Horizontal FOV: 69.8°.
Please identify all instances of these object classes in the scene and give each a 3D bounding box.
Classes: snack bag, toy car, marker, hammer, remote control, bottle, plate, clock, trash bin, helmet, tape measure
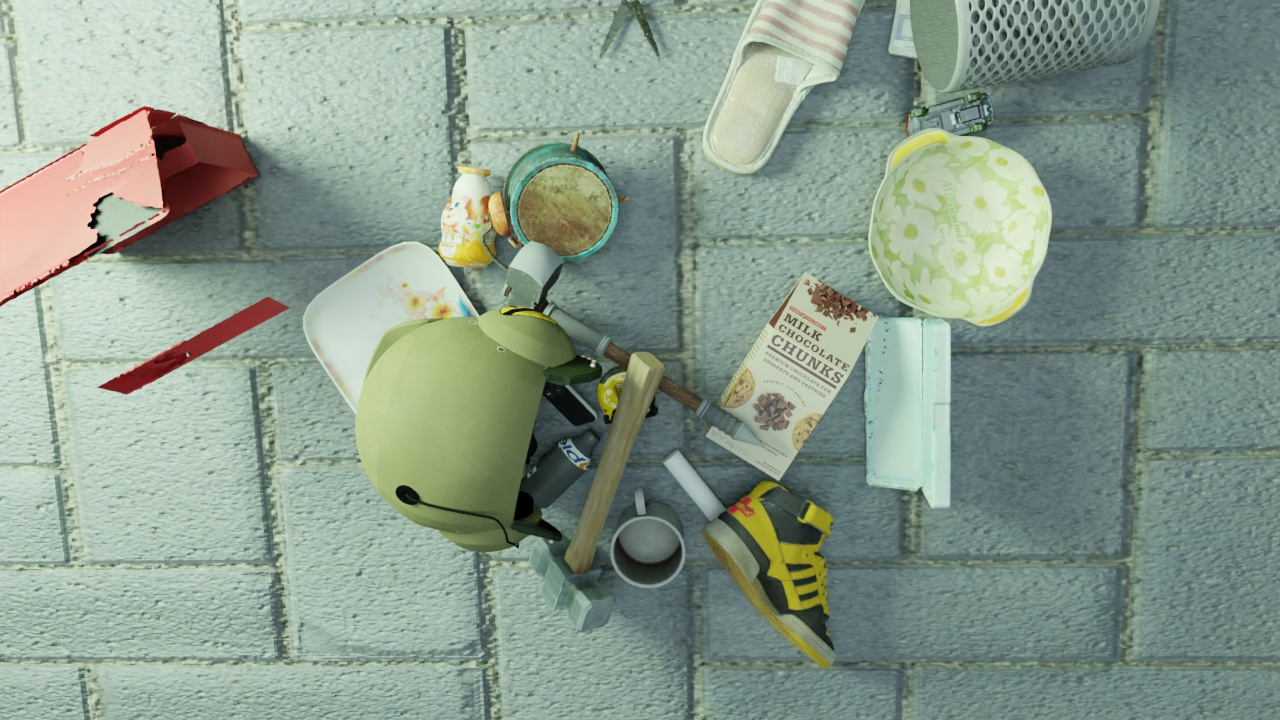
[{"bbox_3d":[0.166,0.015,1.013,0.094,0.070,0.206,31,99,-2],"label":"snack bag"},{"bbox_3d":[0.329,-0.257,0.980,0.091,0.036,0.042,-16,98,4],"label":"toy car"},{"bbox_3d":[0.074,0.163,1.064,0.027,0.023,0.133,-37,95,23],"label":"marker"},{"bbox_3d":[-0.039,0.137,0.982,0.051,0.117,0.323,-3,123,-39],"label":"hammer"},{"bbox_3d":[-0.108,0.020,1.030,0.146,0.008,0.045,47,143,-18],"label":"remote control"},{"bbox_3d":[-0.091,0.123,1.055,0.112,0.047,0.047,-44,94,8],"label":"bottle"},{"bbox_3d":[0.300,-0.392,0.974,0.050,0.011,0.136,9,99,2],"label":"remote control"},{"bbox_3d":[-0.276,-0.025,1.056,0.187,0.016,0.187,-32,96,7],"label":"plate"},{"bbox_3d":[-0.007,0.005,0.977,0.322,0.156,0.042,32,55,4],"label":"hammer"},{"bbox_3d":[-0.100,-0.160,0.989,0.158,0.073,0.121,-37,118,8],"label":"clock"},{"bbox_3d":[0.375,-0.351,0.899,0.183,0.156,0.156,-12,98,2],"label":"trash bin"},{"bbox_3d":[-0.187,-0.157,1.009,0.063,0.063,0.109,8,98,2],"label":"bottle"},{"bbox_3d":[-0.171,0.059,0.933,0.233,0.255,0.250,13,98,-3],"label":"helmet"},{"bbox_3d":[-0.017,0.037,1.042,0.065,0.037,0.064,-10,98,4],"label":"tape measure"}]

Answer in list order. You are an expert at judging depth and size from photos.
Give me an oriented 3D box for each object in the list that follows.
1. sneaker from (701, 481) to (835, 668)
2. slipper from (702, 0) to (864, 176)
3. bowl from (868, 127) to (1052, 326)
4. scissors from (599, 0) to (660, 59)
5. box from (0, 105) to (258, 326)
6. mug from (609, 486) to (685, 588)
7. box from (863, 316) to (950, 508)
[{"bbox_3d":[0.177,0.235,1.041,0.122,0.086,0.238,-42,114,-11],"label":"sneaker"},{"bbox_3d":[0.155,-0.320,0.972,0.115,0.052,0.263,29,99,-1],"label":"slipper"},{"bbox_3d":[0.335,-0.142,0.986,0.188,0.060,0.219,-30,97,6],"label":"bowl"},{"bbox_3d":[-0.007,-0.410,0.986,0.157,0.012,0.170,-36,96,8],"label":"scissors"},{"bbox_3d":[-0.533,-0.149,0.875,0.211,0.377,0.124,-26,113,5],"label":"box"},{"bbox_3d":[0.008,0.194,1.048,0.084,0.070,0.113,-7,98,4],"label":"mug"},{"bbox_3d":[0.293,0.053,0.997,0.122,0.077,0.197,4,101,43],"label":"box"}]
